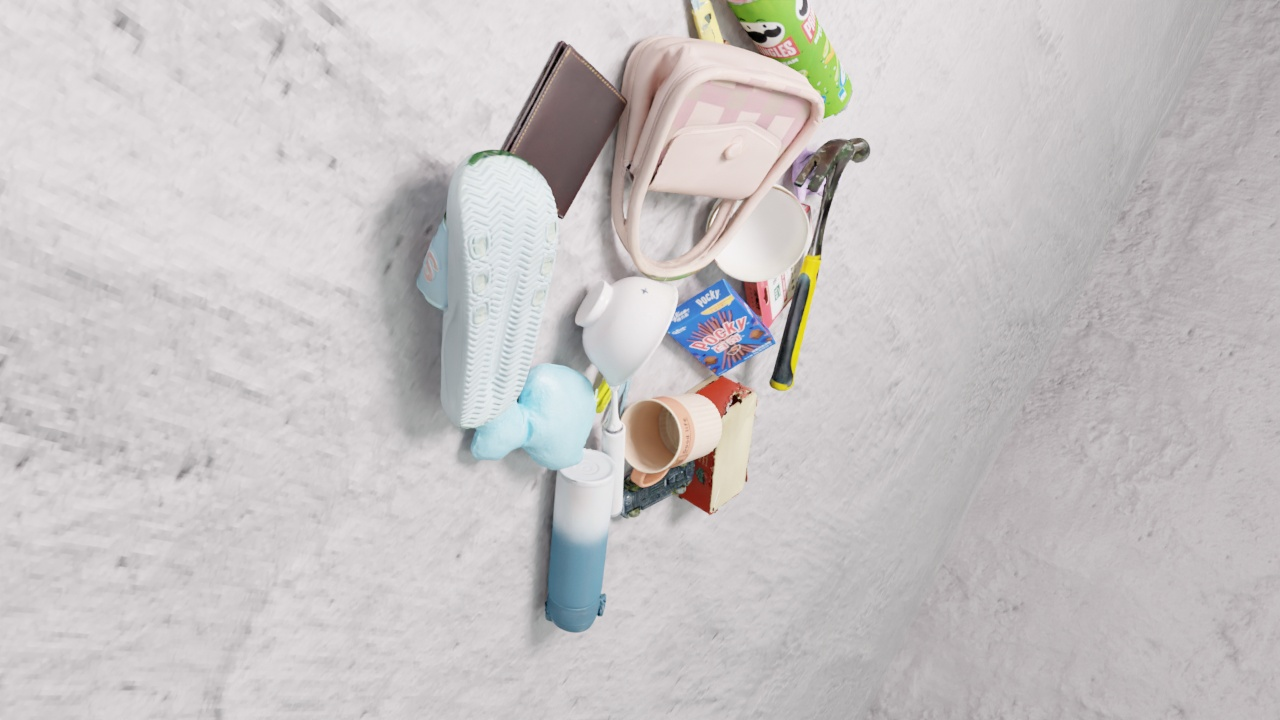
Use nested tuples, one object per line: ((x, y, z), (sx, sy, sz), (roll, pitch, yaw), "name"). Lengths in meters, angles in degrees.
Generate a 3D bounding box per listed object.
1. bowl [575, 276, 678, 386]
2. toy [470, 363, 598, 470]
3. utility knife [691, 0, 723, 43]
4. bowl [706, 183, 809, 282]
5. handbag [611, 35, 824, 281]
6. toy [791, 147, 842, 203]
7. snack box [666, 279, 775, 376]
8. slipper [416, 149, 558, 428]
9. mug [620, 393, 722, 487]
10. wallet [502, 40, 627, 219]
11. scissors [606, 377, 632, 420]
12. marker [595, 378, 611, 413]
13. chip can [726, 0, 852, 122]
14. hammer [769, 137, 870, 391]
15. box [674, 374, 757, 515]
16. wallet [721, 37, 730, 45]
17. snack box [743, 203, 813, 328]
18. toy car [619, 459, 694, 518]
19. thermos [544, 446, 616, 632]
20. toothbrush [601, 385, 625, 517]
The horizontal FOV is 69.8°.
((-0.024, -0.040, 0.895), (0.064, 0.118, 0.118), (31, 84, -19), "bowl")
((-0.098, 0.051, 0.883), (0.155, 0.050, 0.161), (-31, 128, -30), "toy")
((0.073, -0.294, 0.902), (0.030, 0.019, 0.173), (-50, 133, -25), "utility knife")
((0.128, -0.152, 1.029), (0.062, 0.113, 0.114), (-92, -174, -60), "bowl")
((0.057, -0.185, 0.892), (0.193, 0.093, 0.235), (-2, 125, -40), "handbag")
((0.218, -0.237, 1.139), (0.107, 0.039, 0.084), (-12, 101, -49), "toy")
((0.094, -0.035, 1.076), (0.085, 0.026, 0.157), (-31, 150, 14), "snack box")
((-0.129, -0.056, 0.742), (0.103, 0.074, 0.246), (-26, 137, -45), "slipper")
((0.031, 0.094, 1.062), (0.105, 0.082, 0.115), (-6, 124, -58), "mug")
((-0.066, -0.194, 0.786), (0.096, 0.020, 0.122), (30, 88, -52), "wallet")
((-0.006, 0.007, 1.015), (0.096, 0.017, 0.137), (-36, 145, -50), "scissors")
((-0.020, 0.005, 0.964), (0.018, 0.015, 0.124), (7, 122, -47), "marker")
((0.155, -0.335, 0.951), (0.236, 0.072, 0.072), (30, 87, -58), "chip can")
((0.206, -0.110, 1.131), (0.125, 0.032, 0.324), (-21, 129, -48), "hammer")
((0.103, 0.111, 1.178), (0.091, 0.079, 0.169), (-30, 135, -40), "box")
((0.087, -0.260, 0.957), (0.115, 0.020, 0.101), (34, 82, -55), "wallet")
((0.165, -0.118, 1.140), (0.126, 0.044, 0.113), (-48, 145, -25), "snack box")
((0.016, 0.149, 1.125), (0.120, 0.037, 0.054), (-26, 133, -31), "toy car")
((-0.067, 0.205, 1.019), (0.070, 0.070, 0.221), (-25, 131, -45), "thermos")
((-0.031, 0.093, 1.004), (0.026, 0.027, 0.221), (-91, -177, -48), "toothbrush")
